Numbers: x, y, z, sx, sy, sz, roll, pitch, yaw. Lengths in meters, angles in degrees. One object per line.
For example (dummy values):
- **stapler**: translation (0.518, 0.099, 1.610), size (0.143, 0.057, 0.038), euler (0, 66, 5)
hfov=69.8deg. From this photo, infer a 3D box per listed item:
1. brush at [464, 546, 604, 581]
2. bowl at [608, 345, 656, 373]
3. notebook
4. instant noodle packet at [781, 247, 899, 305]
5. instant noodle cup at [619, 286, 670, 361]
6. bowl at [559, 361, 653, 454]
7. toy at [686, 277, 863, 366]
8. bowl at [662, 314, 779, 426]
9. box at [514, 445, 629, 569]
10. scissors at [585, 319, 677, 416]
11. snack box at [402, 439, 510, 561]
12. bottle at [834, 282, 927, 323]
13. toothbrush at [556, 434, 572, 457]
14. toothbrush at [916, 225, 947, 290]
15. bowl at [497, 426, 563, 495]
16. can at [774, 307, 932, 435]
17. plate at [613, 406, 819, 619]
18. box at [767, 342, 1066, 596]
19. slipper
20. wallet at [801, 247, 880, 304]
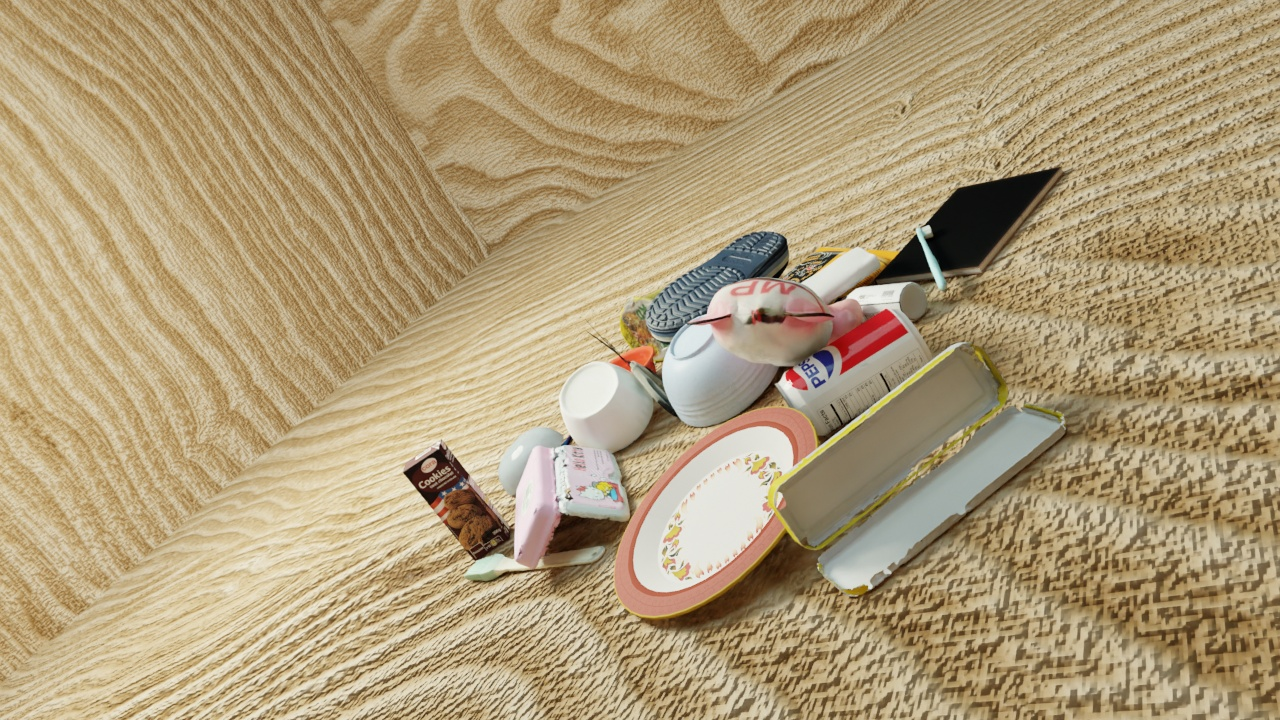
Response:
- **brush**: translation (-0.116, 0.217, 0.988), size (0.218, 0.012, 0.033), euler (-17, 23, 41)
- **bowl**: translation (-0.025, 0.036, 1.255), size (0.131, 0.045, 0.130), euler (-31, 17, 10)
- **notebook**: translation (0.381, -0.156, 1.066), size (0.208, 0.008, 0.142), euler (-44, 23, -28)
- **instant noodle packet**: translation (0.203, -0.076, 1.148), size (0.220, 0.032, 0.160), euler (-40, 24, -17)
- **instant noodle cup**: translation (0.037, -0.066, 1.348), size (0.102, 0.102, 0.108), euler (-20, 12, 39)
- **bowl**: translation (-0.049, 0.053, 1.137), size (0.116, 0.066, 0.116), euler (-17, 49, 20)
- **toy**: translation (0.144, -0.038, 0.924), size (0.142, 0.084, 0.212), euler (11, 4, 22)
- **bowl**: translation (0.081, -0.004, 1.059), size (0.151, 0.075, 0.150), euler (-34, 28, 21)
- **box**: translation (-0.078, 0.159, 1.021), size (0.201, 0.103, 0.101), euler (-117, 47, -75)
- **scissors**: translation (-0.003, 0.012, 1.136), size (0.012, 0.157, 0.169), euler (-45, 60, 9)
- **snack box**: translation (-0.216, 0.166, 1.088), size (0.051, 0.141, 0.031), euler (-33, 17, 4)
- **bottle**: translation (0.256, -0.061, 0.999), size (0.041, 0.041, 0.116), euler (-41, 18, -22)
- **toothbrush**: translation (-0.110, 0.120, 1.231), size (0.016, 0.017, 0.188), euler (-30, 17, 29)
- **toothbrush**: translation (0.324, -0.115, 1.017), size (0.017, 0.016, 0.180), euler (-16, 24, 17)
- **bowl**: translation (-0.152, 0.126, 1.219), size (0.106, 0.039, 0.106), euler (-44, 12, 12)
- **can**: translation (0.198, 0.012, 0.855), size (0.132, 0.070, 0.070), euler (-33, 17, 5)
- **plate**: translation (0.067, 0.133, 0.809), size (0.230, 0.021, 0.229), euler (-39, 20, 17)
- **box**: translation (0.202, 0.074, 0.675), size (0.210, 0.084, 0.080), euler (-36, 9, -8)
- **slipper**: translation (0.120, -0.088, 1.255), size (0.105, 0.095, 0.252), euler (23, 51, 41)
- **wallet**: translation (0.219, -0.085, 1.061), size (0.116, 0.032, 0.086), euler (-32, 13, 9)
